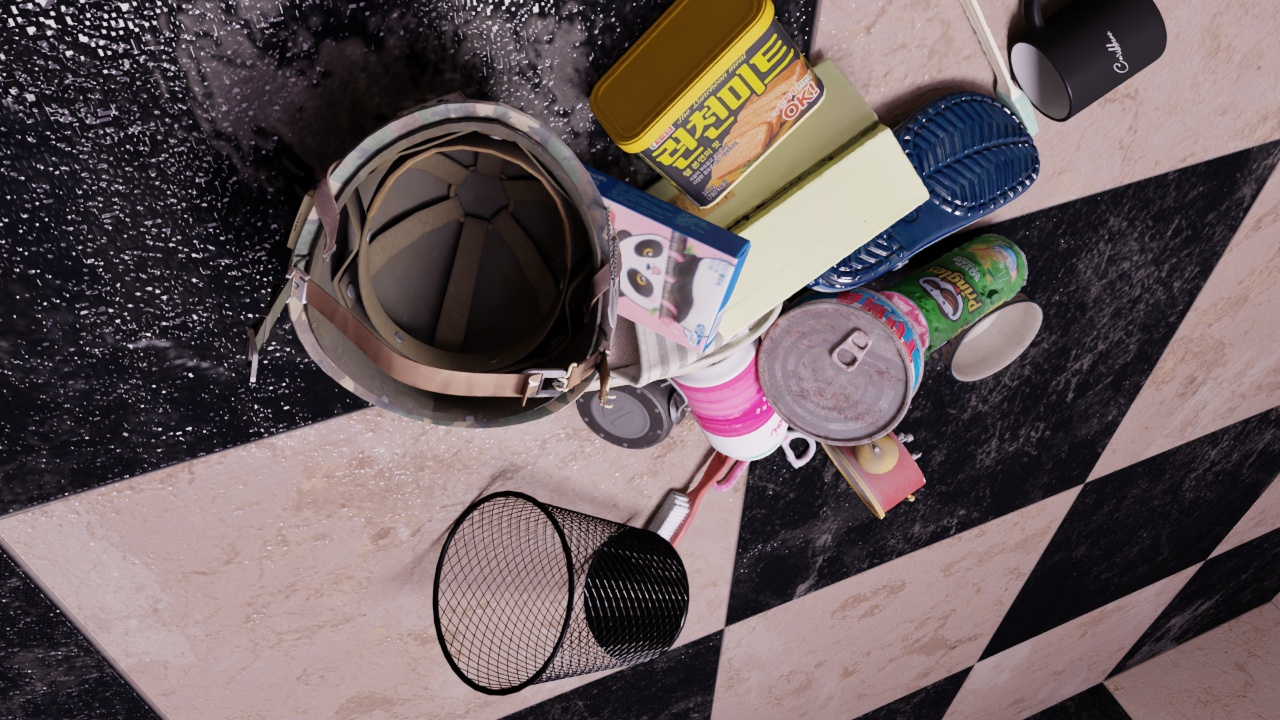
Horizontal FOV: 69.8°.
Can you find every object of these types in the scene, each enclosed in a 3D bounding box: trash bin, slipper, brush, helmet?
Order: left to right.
[{"bbox_3d":[-0.108,-0.048,0.547,0.192,0.235,0.225,13,139,-11],"label":"helmet"},{"bbox_3d":[-0.068,0.235,0.929,0.184,0.184,0.210,-47,144,19],"label":"trash bin"},{"bbox_3d":[-0.015,-0.033,0.727,0.272,0.114,0.054,-18,174,-9],"label":"slipper"},{"bbox_3d":[0.051,0.152,1.017,0.030,0.041,0.173,17,123,-21],"label":"brush"},{"bbox_3d":[0.217,-0.139,0.770,0.252,0.105,0.095,-31,180,-18],"label":"slipper"},{"bbox_3d":[0.280,-0.249,0.735,0.012,0.033,0.217,-42,138,12],"label":"brush"}]

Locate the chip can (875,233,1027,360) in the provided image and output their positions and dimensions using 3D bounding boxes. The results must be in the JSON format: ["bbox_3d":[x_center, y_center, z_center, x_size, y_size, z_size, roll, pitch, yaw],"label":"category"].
[{"bbox_3d":[0.281,-0.058,0.846,0.222,0.075,0.076,-25,146,-42],"label":"chip can"}]

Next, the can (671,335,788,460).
[{"bbox_3d":[0.084,0.024,0.856,0.088,0.088,0.166,-31,141,1],"label":"can"}]

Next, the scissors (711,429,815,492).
[{"bbox_3d":[0.151,0.087,1.027,0.167,0.014,0.171,9,124,-36],"label":"scissors"}]

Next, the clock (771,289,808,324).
[{"bbox_3d":[0.185,0.007,0.875,0.065,0.114,0.154,-43,122,15],"label":"clock"}]

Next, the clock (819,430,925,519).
[{"bbox_3d":[0.261,0.099,1.029,0.081,0.117,0.159,-36,134,2],"label":"clock"}]

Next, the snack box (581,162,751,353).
[{"bbox_3d":[-0.006,-0.077,0.661,0.033,0.154,0.088,-52,164,-50],"label":"snack box"}]

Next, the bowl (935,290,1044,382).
[{"bbox_3d":[0.365,-0.038,0.987,0.115,0.059,0.116,-17,139,-16],"label":"bowl"}]

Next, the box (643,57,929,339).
[{"bbox_3d":[0.101,-0.120,0.683,0.188,0.140,0.048,-33,174,9],"label":"box"}]

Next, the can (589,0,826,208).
[{"bbox_3d":[0.049,-0.183,0.631,0.131,0.072,0.101,-42,142,15],"label":"can"}]

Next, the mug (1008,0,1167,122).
[{"bbox_3d":[0.351,-0.264,0.735,0.088,0.078,0.113,-34,115,5],"label":"mug"}]

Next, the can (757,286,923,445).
[{"bbox_3d":[0.167,0.004,0.769,0.044,0.130,0.130,-42,161,-52],"label":"can"}]

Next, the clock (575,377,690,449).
[{"bbox_3d":[-0.006,0.031,0.802,0.123,0.043,0.091,-28,112,41],"label":"clock"}]
